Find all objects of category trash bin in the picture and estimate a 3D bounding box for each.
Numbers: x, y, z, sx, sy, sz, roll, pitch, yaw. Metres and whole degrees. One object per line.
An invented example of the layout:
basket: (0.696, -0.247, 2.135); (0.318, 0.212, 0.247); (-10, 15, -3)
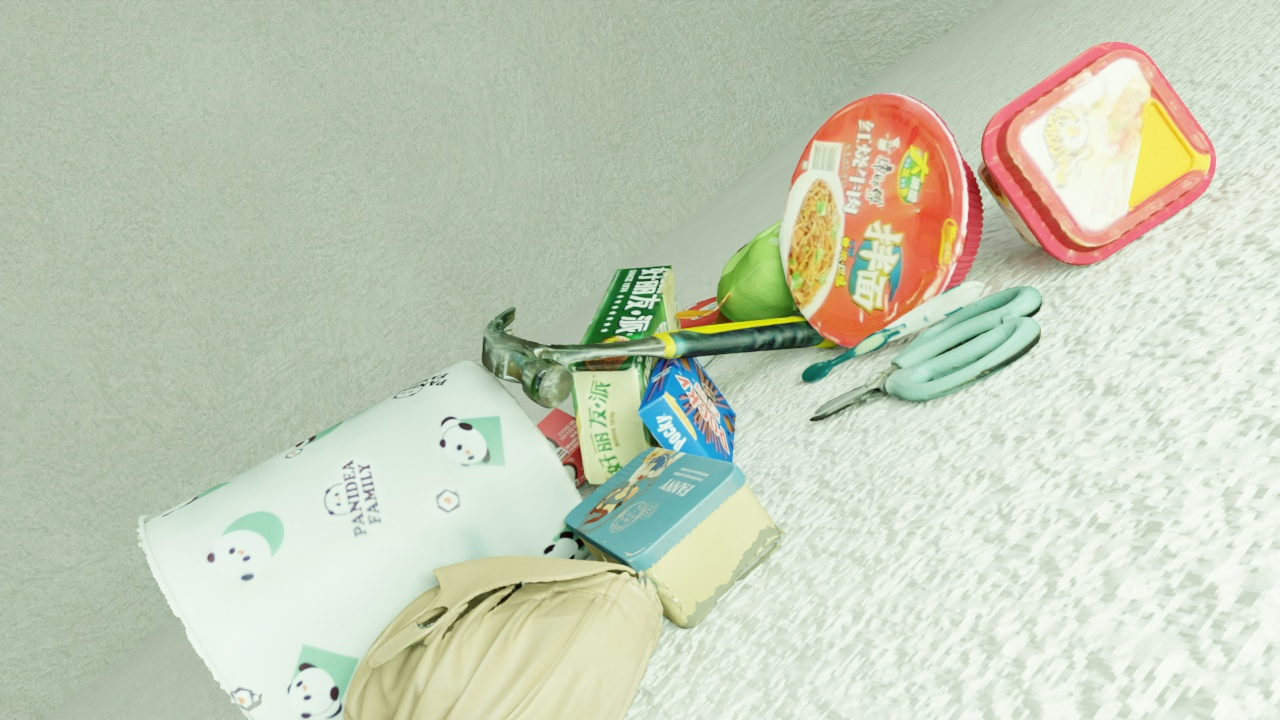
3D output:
trash bin: (-0.187, 0.140, 0.681); (0.251, 0.229, 0.230); (-34, 8, -20)

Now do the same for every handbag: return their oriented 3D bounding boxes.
handbag: (-0.084, 0.167, 0.507); (0.147, 0.100, 0.205); (-47, 17, -32)

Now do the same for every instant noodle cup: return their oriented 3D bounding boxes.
instant noodle cup: (0.292, -0.131, 0.618); (0.117, 0.116, 0.124); (-35, -2, 8)
instant noodle cup: (0.194, -0.106, 0.717); (0.065, 0.193, 0.194); (-1, -11, -32)

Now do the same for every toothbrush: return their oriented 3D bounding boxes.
toothbrush: (0.178, -0.018, 0.667); (0.018, 0.016, 0.192); (-28, -4, -33)

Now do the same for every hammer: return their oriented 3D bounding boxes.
hammer: (0.028, -0.015, 0.708); (0.322, 0.032, 0.126); (-6, 23, -36)

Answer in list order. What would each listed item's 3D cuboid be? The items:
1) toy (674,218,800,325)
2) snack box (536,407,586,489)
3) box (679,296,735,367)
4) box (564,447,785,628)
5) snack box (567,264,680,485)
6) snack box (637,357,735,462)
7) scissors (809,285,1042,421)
toy: (0.135, -0.085, 0.911); (0.226, 0.090, 0.247); (-31, -4, -12)
snack box: (-0.124, 0.136, 0.855); (0.057, 0.058, 0.207); (28, 56, 29)
box: (0.061, -0.026, 1.119); (0.157, 0.038, 0.201); (-40, 11, -20)
box: (0.017, 0.106, 0.576); (0.089, 0.059, 0.184); (-40, 8, -17)
snack box: (-0.005, 0.005, 0.844); (0.063, 0.114, 0.239); (-2, 26, 11)
snack box: (0.041, 0.041, 0.721); (0.026, 0.084, 0.157); (-33, 10, 15)
scissors: (0.187, -0.001, 0.614); (0.180, 0.019, 0.139); (-29, 12, 44)
